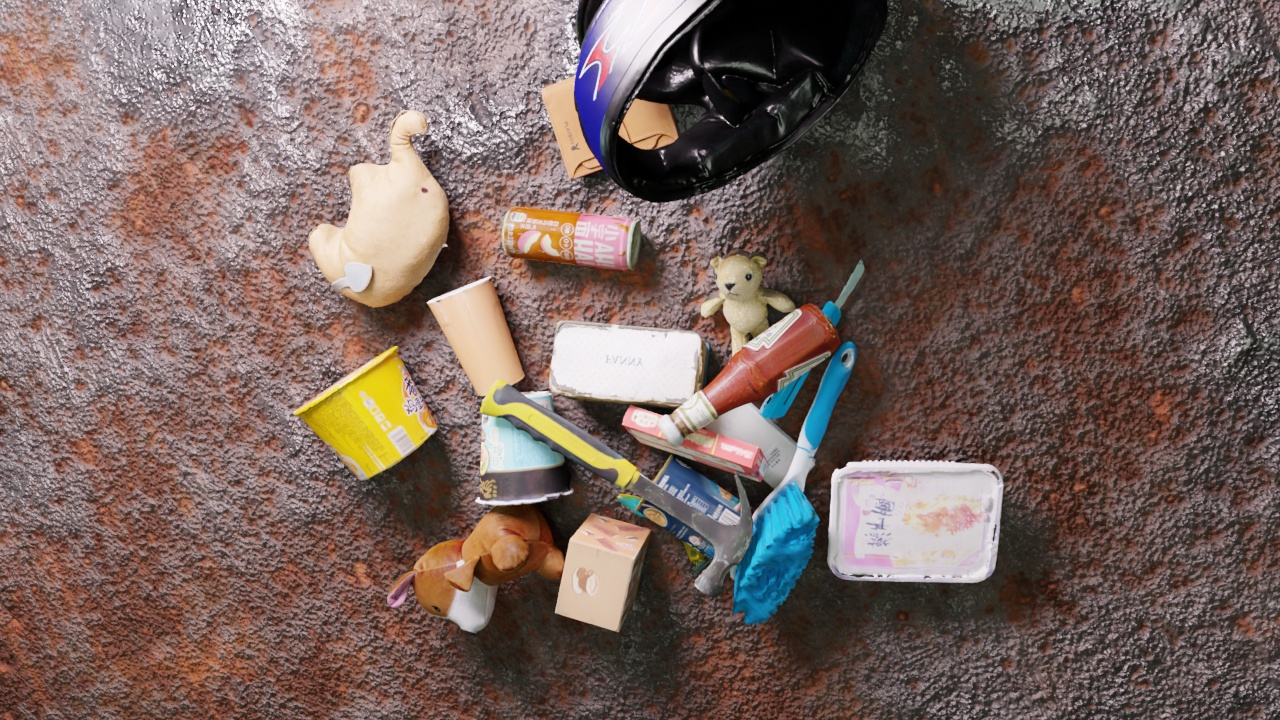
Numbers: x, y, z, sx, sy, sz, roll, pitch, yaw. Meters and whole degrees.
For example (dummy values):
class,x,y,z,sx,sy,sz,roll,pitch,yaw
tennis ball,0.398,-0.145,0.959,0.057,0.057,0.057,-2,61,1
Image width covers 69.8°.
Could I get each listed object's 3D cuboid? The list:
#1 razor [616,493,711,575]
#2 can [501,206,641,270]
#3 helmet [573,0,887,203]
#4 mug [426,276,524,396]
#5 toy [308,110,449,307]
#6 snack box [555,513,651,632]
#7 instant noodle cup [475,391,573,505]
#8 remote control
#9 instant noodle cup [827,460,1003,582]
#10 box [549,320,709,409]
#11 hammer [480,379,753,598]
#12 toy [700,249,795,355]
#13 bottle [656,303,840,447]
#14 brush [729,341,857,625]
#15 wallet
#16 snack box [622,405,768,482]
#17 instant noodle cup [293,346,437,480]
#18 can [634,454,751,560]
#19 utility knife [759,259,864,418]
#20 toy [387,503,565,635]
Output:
class,x,y,z,sx,sy,sz,roll,pitch,yaw
razor,0.028,0.195,1.066,0.132,0.028,0.043,38,135,0
can,-0.076,-0.135,1.014,0.147,0.057,0.058,7,101,10
helmet,0.057,-0.321,0.856,0.316,0.247,0.240,-37,51,7
mug,-0.183,-0.026,1.051,0.078,0.078,0.123,-20,101,14
toy,-0.279,-0.167,1.040,0.143,0.082,0.226,34,102,-5
snack box,-0.042,0.241,1.054,0.077,0.094,0.093,14,103,9
instant noodle cup,-0.138,0.097,1.050,0.111,0.111,0.120,-5,91,13
remote control,0.129,0.088,1.029,0.135,0.019,0.056,41,109,2
instant noodle cup,0.287,0.164,0.979,0.173,0.060,0.138,0,109,7
box,-0.006,0.006,1.014,0.184,0.060,0.089,8,83,9
hammer,-0.024,0.115,0.982,0.323,0.032,0.126,32,90,4
toy,0.113,-0.043,0.988,0.105,0.066,0.157,0,115,26
bottle,0.109,0.019,0.951,0.206,0.060,0.060,-34,92,0
brush,0.167,0.135,0.977,0.060,0.109,0.315,16,117,-15
wallet,-0.032,-0.266,0.997,0.132,0.031,0.108,-16,95,15
snack box,0.060,0.091,1.001,0.153,0.075,0.025,17,76,21
instant noodle cup,-0.310,0.065,1.066,0.138,0.137,0.110,-30,102,15
can,0.060,0.167,1.030,0.111,0.075,0.075,33,105,4
utility knife,0.189,-0.021,0.994,0.018,0.034,0.198,41,108,44
toy,-0.187,0.248,1.064,0.200,0.140,0.130,-24,61,21
